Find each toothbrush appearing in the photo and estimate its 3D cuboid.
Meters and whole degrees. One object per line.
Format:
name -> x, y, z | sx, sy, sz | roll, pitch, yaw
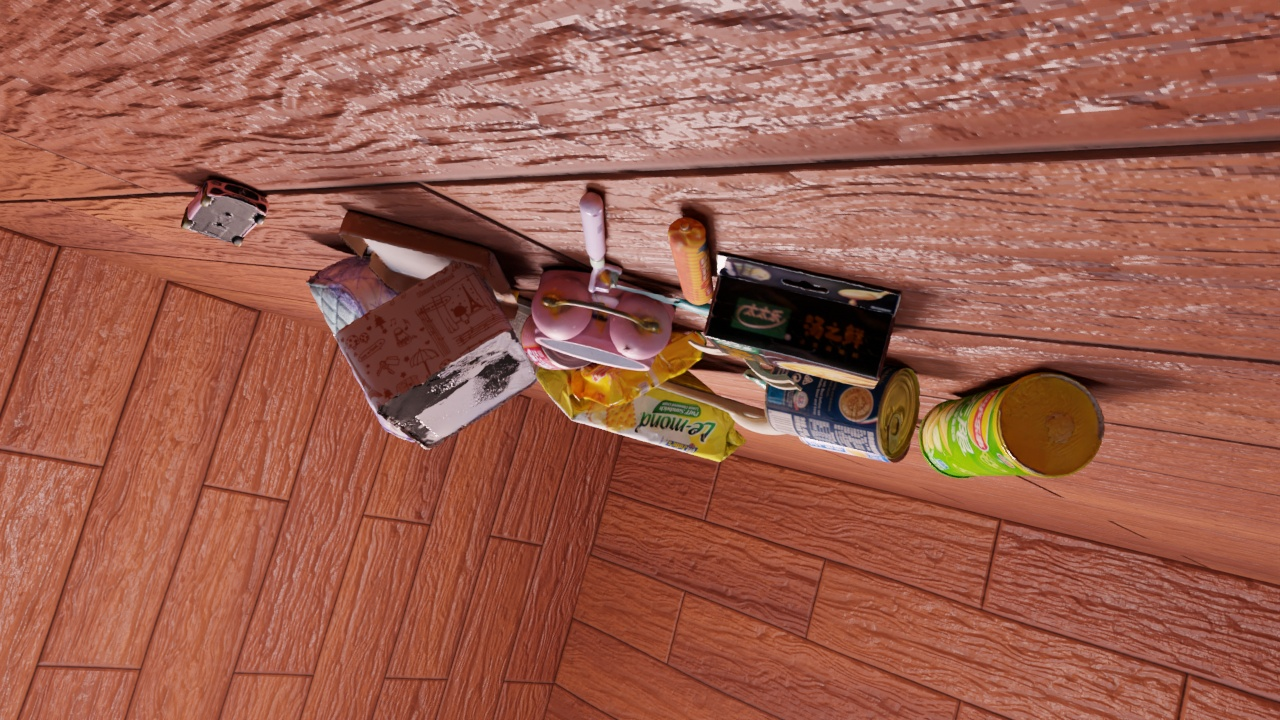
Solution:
toothbrush -> -0.027, -0.073, 0.588 | 0.021, 0.029, 0.189 | 53, 175, 6

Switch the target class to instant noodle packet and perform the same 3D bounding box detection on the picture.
instant noodle packet -> -0.005, 0.005, 0.892 | 0.044, 0.110, 0.128 | 62, 162, -11

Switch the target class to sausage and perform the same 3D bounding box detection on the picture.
sausage -> 0.032, -0.058, 0.559 | 0.021, 0.021, 0.165 | 15, 174, 8

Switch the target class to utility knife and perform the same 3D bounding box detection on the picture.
utility knife -> 0.071, -0.035, 0.689 | 0.207, 0.013, 0.029 | 13, 175, 0

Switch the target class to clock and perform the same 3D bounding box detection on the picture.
clock -> -0.032, -0.033, 0.752 | 0.117, 0.059, 0.158 | 15, 172, -2

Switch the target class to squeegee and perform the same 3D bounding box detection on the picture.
squeegee -> 0.143, 0.056, 0.917 | 0.246, 0.039, 0.247 | 18, 171, -27

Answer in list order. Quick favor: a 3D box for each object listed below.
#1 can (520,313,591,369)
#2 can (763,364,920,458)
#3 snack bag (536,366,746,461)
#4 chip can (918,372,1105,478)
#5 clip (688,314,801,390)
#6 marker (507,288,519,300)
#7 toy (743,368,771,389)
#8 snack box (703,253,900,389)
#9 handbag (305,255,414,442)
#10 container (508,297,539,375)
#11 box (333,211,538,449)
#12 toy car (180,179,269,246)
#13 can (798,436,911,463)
can -> -0.079, -0.024, 0.908 | 0.066, 0.066, 0.094 | 18, 173, -19
can -> 0.169, 0.035, 0.779 | 0.111, 0.075, 0.075 | 11, 172, 39
snack bag -> -0.008, 0.033, 1.059 | 0.246, 0.068, 0.158 | 19, -165, -33
chip can -> 0.279, 0.057, 0.719 | 0.072, 0.072, 0.221 | 15, 174, 5
clip -> 0.087, 0.002, 0.735 | 0.105, 0.083, 0.034 | 1, 169, 22
marker -> -0.182, -0.079, 0.914 | 0.124, 0.015, 0.018 | 16, 172, 3
toy -> 0.163, 0.026, 0.921 | 0.096, 0.030, 0.092 | 14, 177, -20
snack box -> 0.105, -0.022, 0.600 | 0.113, 0.053, 0.125 | 14, 179, 14
handbag -> -0.271, -0.013, 0.981 | 0.075, 0.194, 0.134 | -34, -153, -31
container -> -0.158, -0.026, 0.990 | 0.090, 0.090, 0.114 | 19, 170, -28
box -> -0.189, -0.047, 0.814 | 0.178, 0.152, 0.182 | 54, 172, 14
toy car -> -0.368, -0.134, 0.814 | 0.056, 0.037, 0.123 | 17, 162, -35
can -> 0.255, 0.087, 1.107 | 0.053, 0.053, 0.135 | 21, 172, -38
